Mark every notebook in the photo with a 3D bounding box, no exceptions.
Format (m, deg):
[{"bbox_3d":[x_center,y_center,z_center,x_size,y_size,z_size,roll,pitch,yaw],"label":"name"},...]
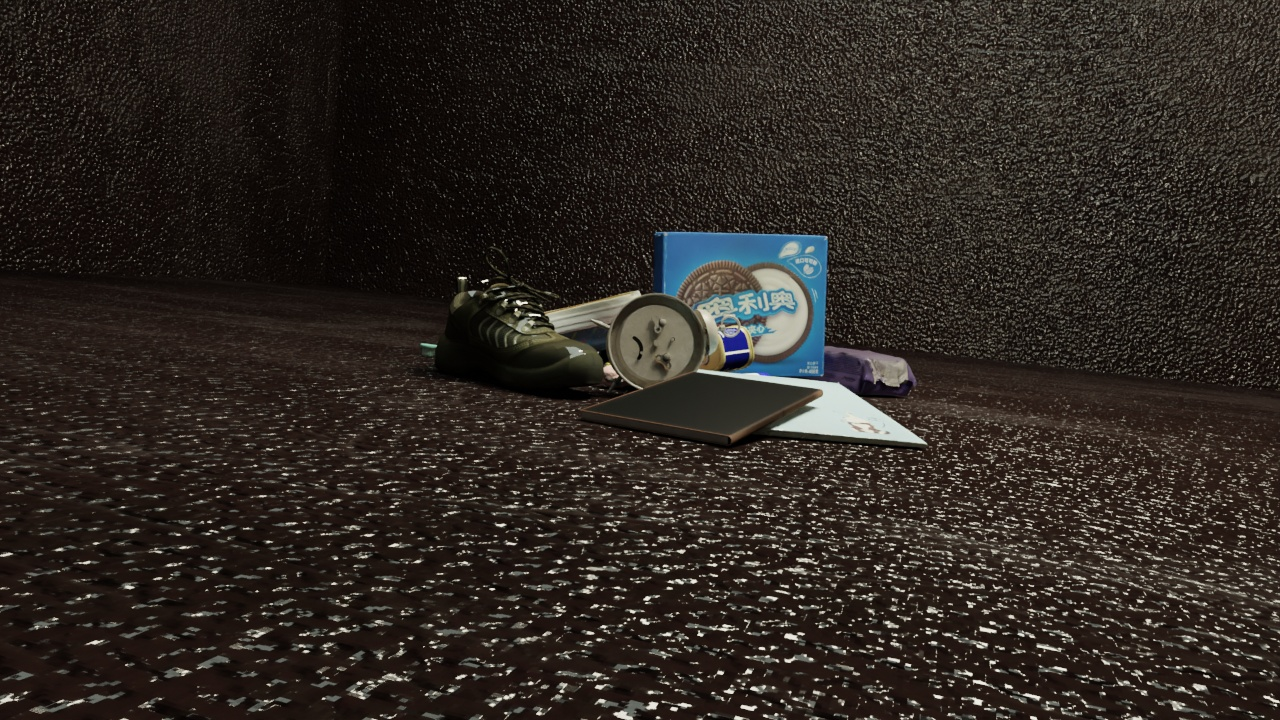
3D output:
[{"bbox_3d":[0.062,0.039,0.829,0.142,0.008,0.208,8,12,30],"label":"notebook"},{"bbox_3d":[0.149,0.042,0.911,0.181,0.009,0.253,5,10,-7],"label":"notebook"}]

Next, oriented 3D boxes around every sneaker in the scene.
[{"bbox_3d":[-0.105,-0.022,1.135,0.235,0.079,0.087,-14,7,3],"label":"sneaker"},{"bbox_3d":[-0.125,-0.046,0.989,0.238,0.143,0.100,10,6,39],"label":"sneaker"}]

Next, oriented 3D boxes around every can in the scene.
[{"bbox_3d":[0.071,-0.006,1.146,0.116,0.056,0.092,-13,-3,28],"label":"can"}]

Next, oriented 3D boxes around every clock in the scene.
[{"bbox_3d":[0.032,-0.022,0.986,0.156,0.103,0.061,-13,0,-11],"label":"clock"}]

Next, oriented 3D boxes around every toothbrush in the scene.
[{"bbox_3d":[-0.222,-0.005,1.179,0.135,0.017,0.022,9,5,13],"label":"toothbrush"}]

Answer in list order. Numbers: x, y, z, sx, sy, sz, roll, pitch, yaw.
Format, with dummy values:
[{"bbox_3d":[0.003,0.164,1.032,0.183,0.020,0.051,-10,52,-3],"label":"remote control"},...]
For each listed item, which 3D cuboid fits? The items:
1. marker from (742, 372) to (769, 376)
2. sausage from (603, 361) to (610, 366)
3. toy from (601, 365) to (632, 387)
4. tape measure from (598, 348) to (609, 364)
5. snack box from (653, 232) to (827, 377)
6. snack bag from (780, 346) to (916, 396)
[{"bbox_3d":[0.129,0.027,1.179,0.020,0.020,0.141,9,5,33],"label":"marker"},{"bbox_3d":[-0.007,0.007,1.248,0.020,0.020,0.155,8,5,30],"label":"sausage"},{"bbox_3d":[0.003,0.010,1.060,0.108,0.053,0.104,1,14,30],"label":"toy"},{"bbox_3d":[-0.019,-0.006,1.313,0.062,0.034,0.061,9,4,28],"label":"tape measure"},{"bbox_3d":[0.136,-0.076,1.258,0.238,0.195,0.056,0,5,-11],"label":"snack box"},{"bbox_3d":[0.290,0.011,1.330,0.096,0.058,0.206,2,6,-32],"label":"snack bag"}]
